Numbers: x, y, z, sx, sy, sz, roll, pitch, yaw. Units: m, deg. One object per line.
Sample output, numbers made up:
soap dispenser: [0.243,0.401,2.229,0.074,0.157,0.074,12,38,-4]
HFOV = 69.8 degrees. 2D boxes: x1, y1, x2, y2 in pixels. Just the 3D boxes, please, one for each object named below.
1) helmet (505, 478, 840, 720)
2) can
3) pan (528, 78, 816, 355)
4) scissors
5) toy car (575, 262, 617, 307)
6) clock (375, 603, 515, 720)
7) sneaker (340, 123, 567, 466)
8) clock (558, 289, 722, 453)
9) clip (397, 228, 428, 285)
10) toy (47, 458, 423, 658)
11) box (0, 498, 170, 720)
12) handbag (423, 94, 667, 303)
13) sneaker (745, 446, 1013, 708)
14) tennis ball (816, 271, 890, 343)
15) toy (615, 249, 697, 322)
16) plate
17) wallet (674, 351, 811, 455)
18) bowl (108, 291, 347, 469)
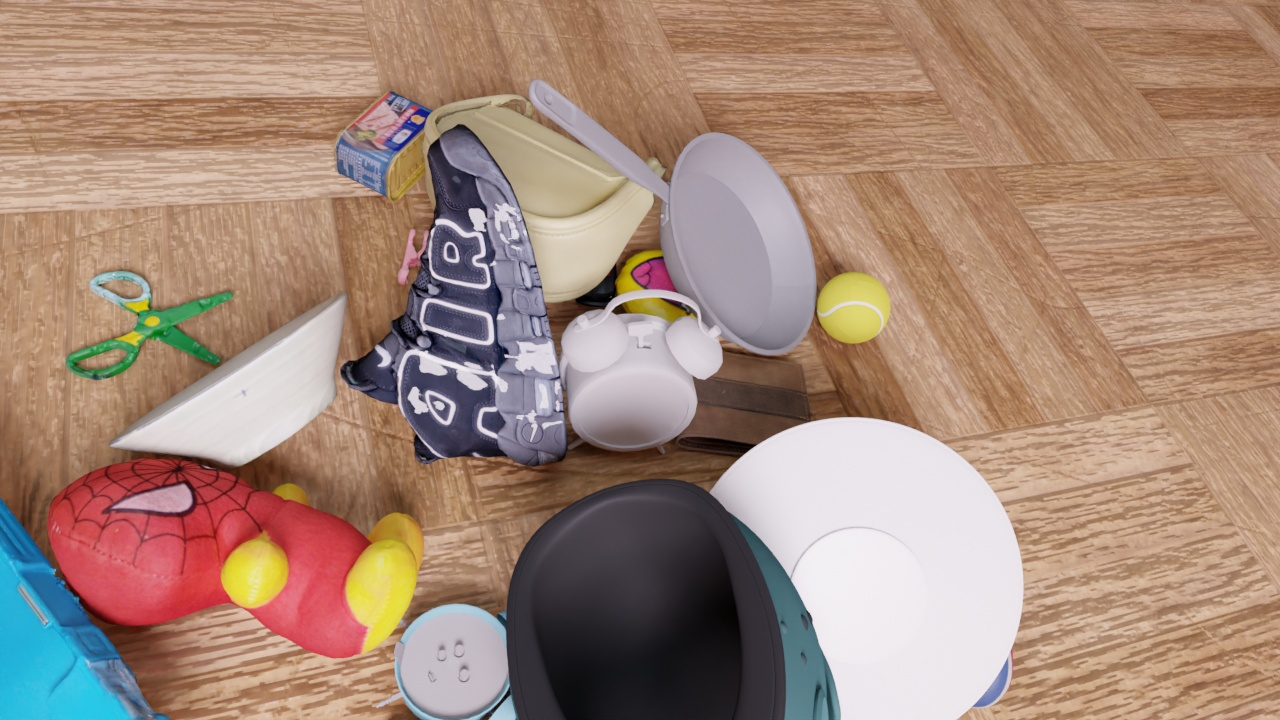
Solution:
helmet: [0.028,0.210,0.502,0.176,0.200,0.274,-20,37,0]
can: [-0.224,-0.196,0.832,0.059,0.054,0.099,27,52,6]
pan: [0.033,-0.125,0.752,0.356,0.051,0.200,24,60,-40]
scissors: [-0.373,-0.030,0.695,0.125,0.011,0.130,-29,67,-30]
toy car: [-0.041,-0.089,0.817,0.042,0.036,0.091,6,54,-12]
clock: [-0.100,0.199,0.587,0.123,0.042,0.087,11,53,-8]
sneaker: [-0.144,-0.031,0.651,0.150,0.253,0.097,-13,21,-8]
clock: [-0.004,0.004,0.686,0.120,0.160,0.061,4,45,-14]
clip: [-0.186,-0.086,0.784,0.044,0.023,0.060,24,53,-4]
toy: [-0.244,0.119,0.557,0.216,0.148,0.098,13,82,-9]
box: [-0.369,0.180,0.476,0.243,0.070,0.170,42,61,16]
handbag: [-0.097,-0.151,0.800,0.233,0.089,0.190,33,47,28]
sneaker: [0.158,0.157,0.663,0.242,0.116,0.091,46,24,22]
tennis ball: [0.194,-0.048,0.837,0.065,0.065,0.065,8,53,-11]
toy: [0.023,-0.058,0.808,0.094,0.041,0.095,13,49,-16]
plate: [0.142,0.153,0.609,0.229,0.030,0.229,0,91,3]
wallet: [0.084,0.035,0.771,0.121,0.027,0.098,7,52,-11]
bowl: [-0.259,0.025,0.620,0.176,0.177,0.058,-43,109,-35]
